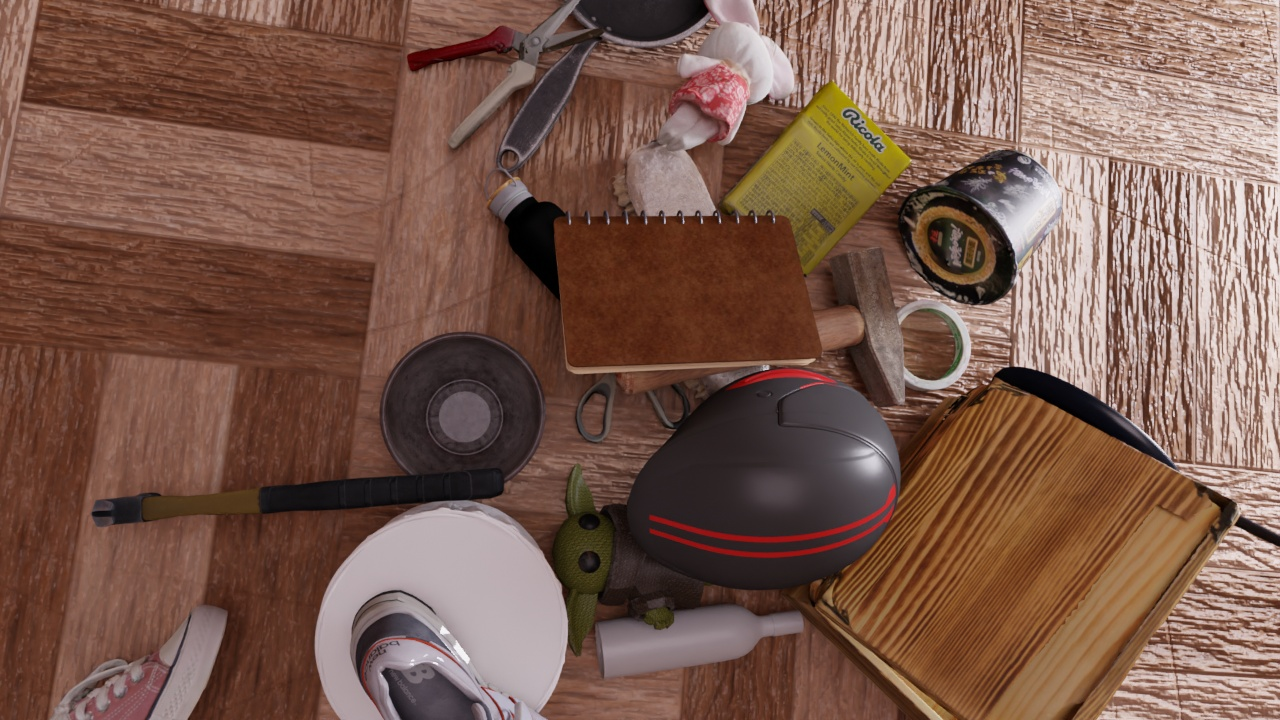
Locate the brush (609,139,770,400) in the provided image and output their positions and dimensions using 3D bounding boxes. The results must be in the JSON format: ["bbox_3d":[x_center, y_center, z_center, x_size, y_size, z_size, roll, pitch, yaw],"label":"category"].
[{"bbox_3d":[0.049,-0.086,0.904,0.083,0.057,0.271,-20,88,-16],"label":"brush"}]

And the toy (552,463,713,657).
[{"bbox_3d":[-0.004,0.178,0.845,0.152,0.078,0.179,5,58,-11],"label":"toy"}]

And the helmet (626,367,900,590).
[{"bbox_3d":[0.116,0.106,0.776,0.264,0.170,0.164,-8,115,-15],"label":"helmet"}]

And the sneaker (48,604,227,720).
[{"bbox_3d":[-0.434,0.297,0.752,0.088,0.118,0.241,35,84,-22],"label":"sneaker"}]

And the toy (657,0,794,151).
[{"bbox_3d":[0.083,-0.277,0.899,0.159,0.084,0.193,44,62,-31],"label":"toy"}]

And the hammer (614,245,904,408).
[{"bbox_3d":[0.116,-0.010,0.863,0.300,0.037,0.158,-11,87,-23],"label":"hammer"}]

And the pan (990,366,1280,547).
[{"bbox_3d":[0.463,0.110,0.818,0.021,0.356,0.199,-48,132,-6],"label":"pan"}]

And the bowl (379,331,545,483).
[{"bbox_3d":[-0.162,0.050,0.846,0.145,0.067,0.145,1,83,-10],"label":"bowl"}]

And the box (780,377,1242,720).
[{"bbox_3d":[0.314,0.181,0.818,0.269,0.264,0.279,43,80,0],"label":"box"}]

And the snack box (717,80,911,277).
[{"bbox_3d":[0.176,-0.181,0.946,0.121,0.045,0.180,43,81,-4],"label":"snack box"}]

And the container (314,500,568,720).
[{"bbox_3d":[-0.161,0.214,0.765,0.189,0.187,0.189,1,83,-10],"label":"container"}]

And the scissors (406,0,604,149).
[{"bbox_3d":[-0.139,-0.287,0.896,0.195,0.015,0.179,14,86,7],"label":"scissors"}]

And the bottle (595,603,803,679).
[{"bbox_3d":[0.058,0.259,0.866,0.195,0.052,0.052,-5,84,-10],"label":"bottle"}]

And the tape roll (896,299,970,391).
[{"bbox_3d":[0.298,-0.016,0.959,0.093,0.018,0.093,1,83,-10],"label":"tape roll"}]

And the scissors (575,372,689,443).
[{"bbox_3d":[-0.015,0.011,0.904,0.157,0.013,0.168,36,77,-4],"label":"scissors"}]

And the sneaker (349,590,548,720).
[{"bbox_3d":[-0.110,0.259,0.607,0.088,0.124,0.240,-44,92,-12],"label":"sneaker"}]

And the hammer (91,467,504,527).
[{"bbox_3d":[-0.283,0.114,0.762,0.333,0.118,0.025,-4,85,0],"label":"hammer"}]

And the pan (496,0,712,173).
[{"bbox_3d":[-0.043,-0.338,0.925,0.187,0.055,0.357,32,91,-5],"label":"pan"}]

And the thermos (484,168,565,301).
[{"bbox_3d":[-0.069,-0.093,0.879,0.061,0.061,0.231,-42,87,-12],"label":"thermos"}]

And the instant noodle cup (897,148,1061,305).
[{"bbox_3d":[0.350,-0.142,0.932,0.112,0.137,0.137,-38,90,-22],"label":"instant noodle cup"}]

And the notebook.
[{"bbox_3d":[0.039,-0.067,0.827,0.225,0.024,0.167,-2,61,-11],"label":"notebook"}]
